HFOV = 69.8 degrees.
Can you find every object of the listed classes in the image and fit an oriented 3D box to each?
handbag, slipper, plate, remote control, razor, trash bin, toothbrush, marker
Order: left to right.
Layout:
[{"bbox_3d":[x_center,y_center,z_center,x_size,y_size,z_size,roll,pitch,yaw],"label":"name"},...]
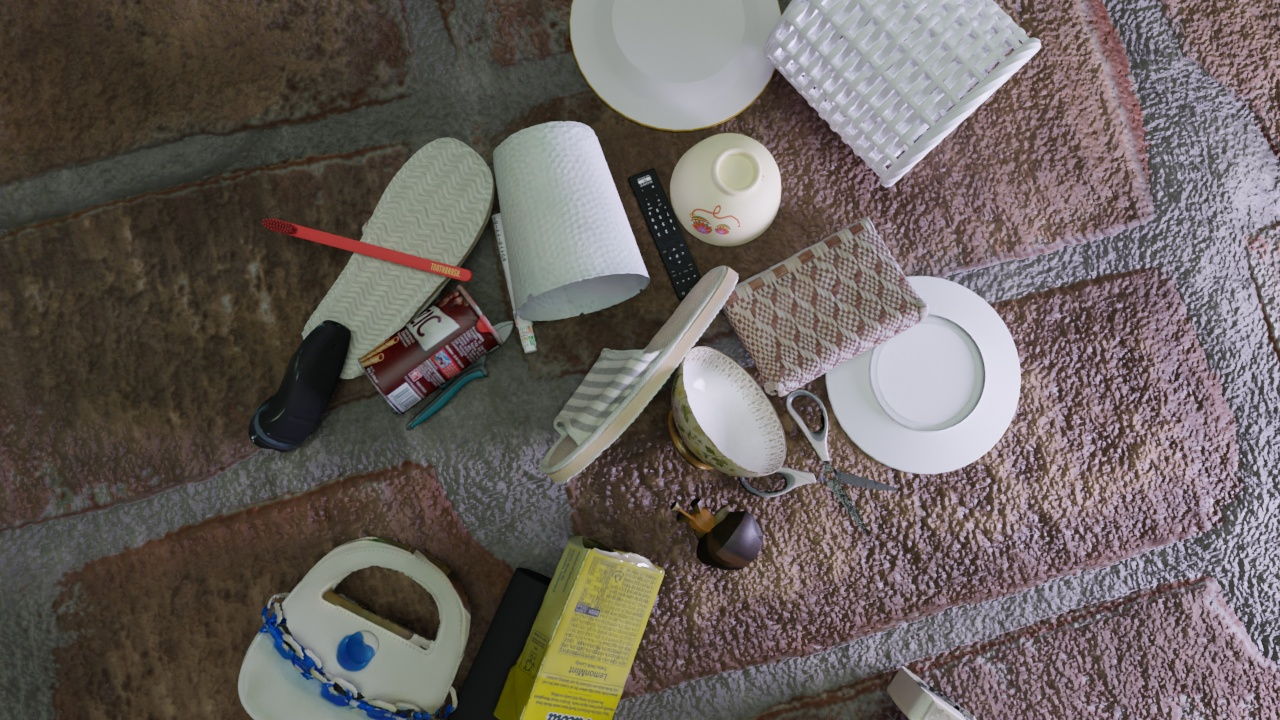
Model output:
[{"bbox_3d":[-0.328,0.023,0.889,0.064,0.053,0.140,33,95,38],"label":"razor"},{"bbox_3d":[-0.265,-0.107,0.884,0.212,0.018,0.012,15,93,5],"label":"toothbrush"},{"bbox_3d":[-0.257,0.270,0.862,0.200,0.093,0.199,25,77,0],"label":"handbag"},{"bbox_3d":[-0.240,-0.101,0.918,0.115,0.052,0.263,36,94,4],"label":"slipper"},{"bbox_3d":[-0.128,-0.079,0.938,0.017,0.017,0.145,-13,85,-5],"label":"marker"},{"bbox_3d":[-0.075,-0.136,0.896,0.133,0.133,0.161,-14,80,-5],"label":"trash bin"},{"bbox_3d":[-0.005,0.005,0.894,0.054,0.114,0.272,44,83,-16],"label":"slipper"},{"bbox_3d":[0.027,-0.132,0.957,0.030,0.009,0.140,-22,86,-6],"label":"remote control"},{"bbox_3d":[0.039,-0.357,0.974,0.230,0.021,0.229,0,84,-4],"label":"plate"},{"bbox_3d":[0.184,-0.054,0.940,0.185,0.047,0.124,-28,77,-4],"label":"handbag"},{"bbox_3d":[0.297,0.013,0.956,0.208,0.015,0.208,0,84,-4],"label":"plate"}]

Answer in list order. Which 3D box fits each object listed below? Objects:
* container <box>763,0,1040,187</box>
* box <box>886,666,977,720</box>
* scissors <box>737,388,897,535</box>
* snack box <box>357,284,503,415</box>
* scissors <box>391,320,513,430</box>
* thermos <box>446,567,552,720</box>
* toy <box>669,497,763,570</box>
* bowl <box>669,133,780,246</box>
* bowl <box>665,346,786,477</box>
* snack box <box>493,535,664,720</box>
[{"bbox_3d":[0.250,-0.302,0.899,0.189,0.189,0.187,-42,87,-7],"label":"container"},{"bbox_3d":[0.289,0.382,0.838,0.143,0.184,0.099,35,89,4],"label":"box"},{"bbox_3d":[0.177,0.108,0.940,0.157,0.012,0.171,-13,84,-3],"label":"scissors"},{"bbox_3d":[-0.201,-0.010,0.883,0.121,0.072,0.072,-36,87,-7],"label":"snack box"},{"bbox_3d":[-0.183,0.017,0.925,0.136,0.019,0.139,-2,83,-5],"label":"scissors"},{"bbox_3d":[-0.139,0.317,0.875,0.061,0.061,0.231,24,83,-1],"label":"thermos"},{"bbox_3d":[0.071,0.166,0.905,0.100,0.062,0.076,37,119,-14],"label":"toy"},{"bbox_3d":[0.092,-0.182,0.933,0.118,0.074,0.118,0,84,-4],"label":"bowl"},{"bbox_3d":[0.072,0.062,0.898,0.063,0.144,0.145,-40,87,31],"label":"bowl"},{"bbox_3d":[-0.053,0.262,0.866,0.121,0.045,0.180,29,79,-43],"label":"snack box"}]
